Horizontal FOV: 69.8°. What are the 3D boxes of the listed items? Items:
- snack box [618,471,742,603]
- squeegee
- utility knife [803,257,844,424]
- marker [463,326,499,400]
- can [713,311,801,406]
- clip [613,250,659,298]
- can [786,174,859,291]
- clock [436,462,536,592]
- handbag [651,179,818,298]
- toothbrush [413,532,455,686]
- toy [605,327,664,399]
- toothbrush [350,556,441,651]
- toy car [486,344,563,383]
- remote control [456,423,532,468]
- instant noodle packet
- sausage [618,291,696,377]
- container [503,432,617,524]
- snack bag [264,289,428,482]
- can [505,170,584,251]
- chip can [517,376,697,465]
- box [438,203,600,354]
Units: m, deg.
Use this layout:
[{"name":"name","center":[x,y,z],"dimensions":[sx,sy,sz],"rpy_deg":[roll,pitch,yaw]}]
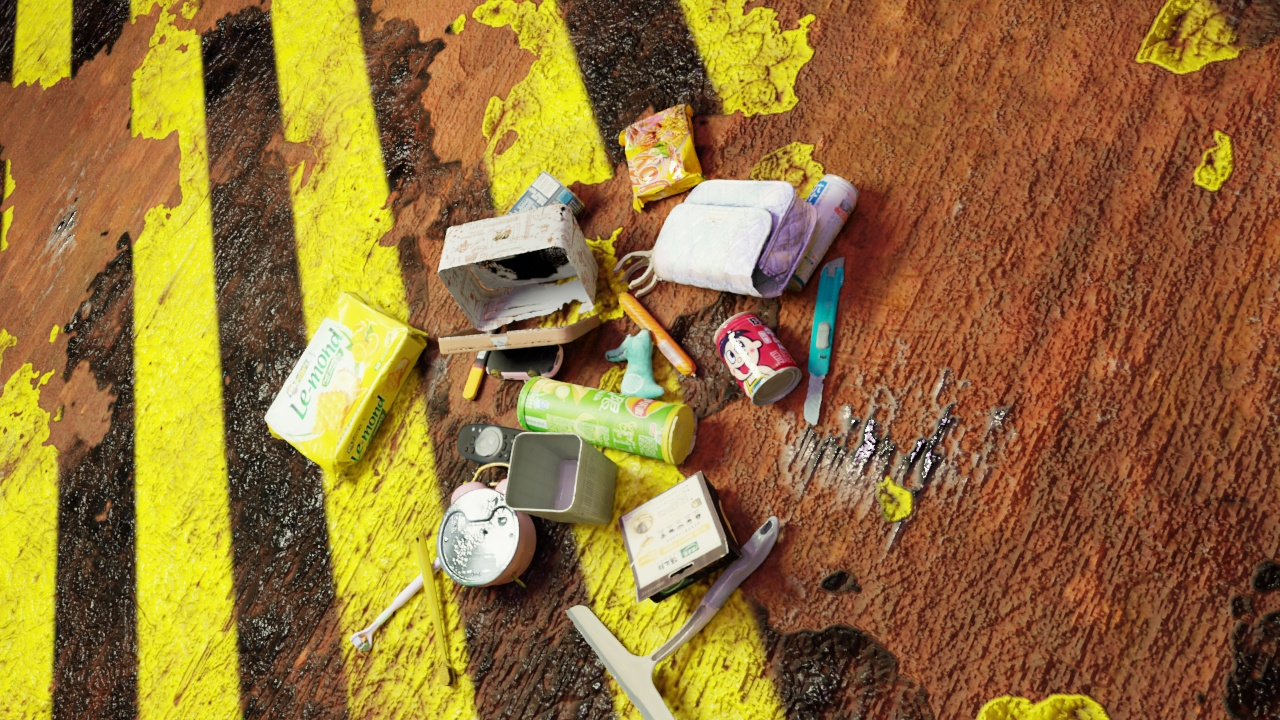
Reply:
[{"name":"snack box","center":[0.042,0.199,1.003],"dimensions":[0.113,0.053,0.125],"rpy_deg":[-31,41,11]},{"name":"squeegee","center":[0.069,0.266,0.994],"dimensions":[0.246,0.039,0.246],"rpy_deg":[-46,41,-5]},{"name":"utility knife","center":[0.210,-0.026,1.054],"dimensions":[0.029,0.013,0.207],"rpy_deg":[3,72,26]},{"name":"marker","center":[-0.213,-0.004,1.243],"dimensions":[0.018,0.015,0.123],"rpy_deg":[8,72,26]},{"name":"can","center":[0.132,-0.003,1.051],"dimensions":[0.066,0.066,0.093],"rpy_deg":[-36,60,8]},{"name":"clip","center":[0.022,-0.117,1.167],"dimensions":[0.104,0.035,0.083],"rpy_deg":[-25,59,5]},{"name":"can","center":[0.202,-0.151,1.083],"dimensions":[0.053,0.053,0.134],"rpy_deg":[31,85,31]},{"name":"clock","center":[-0.184,0.201,1.124],"dimensions":[0.117,0.060,0.158],"rpy_deg":[-9,69,23]},{"name":"handbag","center":[0.105,-0.145,1.076],"dimensions":[0.194,0.075,0.134],"rpy_deg":[15,76,54]},{"name":"toothbrush","center":[-0.255,0.304,1.128],"dimensions":[0.016,0.016,0.190],"rpy_deg":[-20,70,9]},{"name":"toy","center":[-0.007,0.007,1.131],"dimensions":[0.097,0.030,0.091],"rpy_deg":[-10,73,41]},{"name":"toothbrush","center":[-0.293,0.295,1.161],"dimensions":[0.189,0.029,0.021],"rpy_deg":[-45,21,2]},{"name":"toy car","center":[-0.150,0.000,1.200],"dimensions":[0.123,0.037,0.056],"rpy_deg":[1,65,38]},{"name":"remote control","center":[-0.174,0.111,1.174],"dimensions":[0.137,0.024,0.053],"rpy_deg":[7,77,27]},{"name":"instant noodle packet","center":[0.027,-0.269,1.216],"dimensions":[0.111,0.044,0.128],"rpy_deg":[-19,64,22]},{"name":"sausage","center":[0.019,-0.034,1.141],"dimensions":[0.021,0.021,0.165],"rpy_deg":[-43,59,4]},{"name":"container","center":[-0.086,0.142,1.068],"dimensions":[0.090,0.114,0.090],"rpy_deg":[-1,70,25]},{"name":"snack bag","center":[-0.409,0.031,1.288],"dimensions":[0.158,0.068,0.246],"rpy_deg":[26,83,30]},{"name":"can","center":[-0.137,-0.193,1.244],"dimensions":[0.075,0.075,0.111],"rpy_deg":[40,90,31]},{"name":"chip can","center":[-0.045,0.069,1.102],"dimensions":[0.222,0.072,0.072],"rpy_deg":[10,75,27]},{"name":"box","center":[-0.156,-0.070,1.154],"dimensions":[0.183,0.153,0.177],"rpy_deg":[-9,49,16]}]
